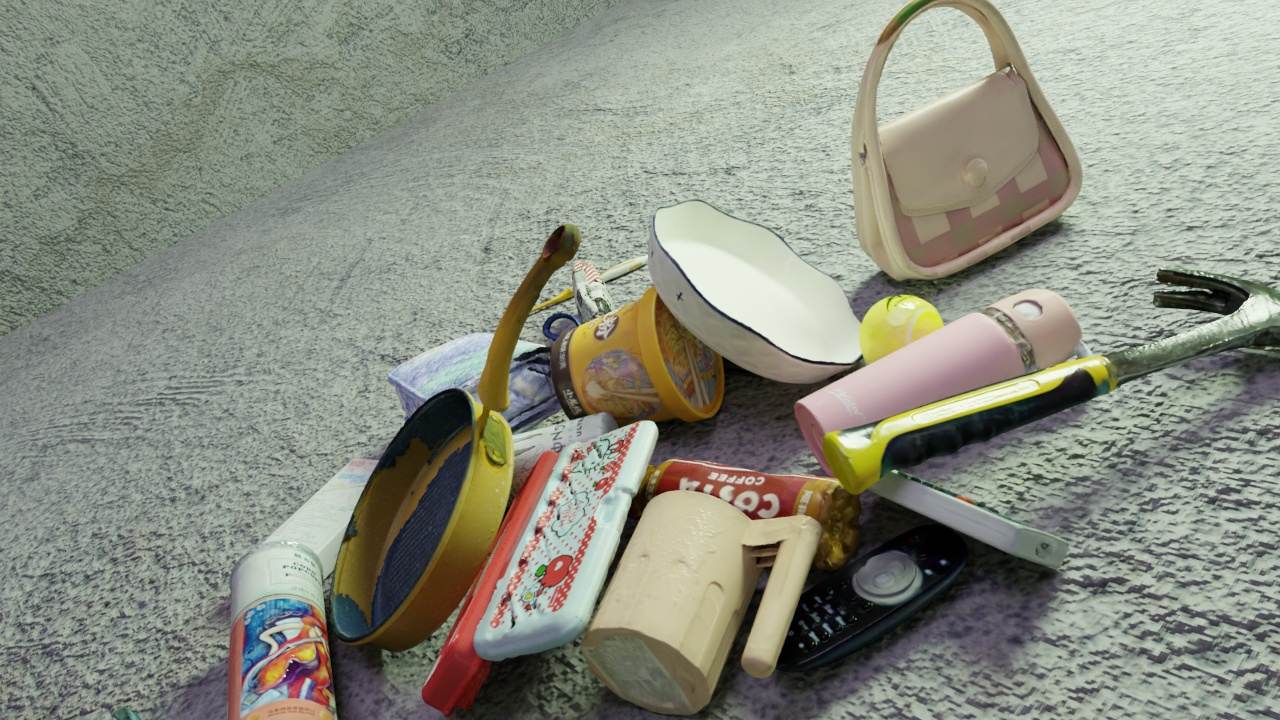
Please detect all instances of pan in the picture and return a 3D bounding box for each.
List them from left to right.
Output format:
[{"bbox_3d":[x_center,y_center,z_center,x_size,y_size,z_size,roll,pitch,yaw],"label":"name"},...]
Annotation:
[{"bbox_3d":[-0.127,0.055,0.641,0.358,0.078,0.197,-47,31,22],"label":"pan"}]

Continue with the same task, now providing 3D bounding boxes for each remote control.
[{"bbox_3d":[0.129,0.140,0.530,0.136,0.024,0.053,-28,25,-10],"label":"remote control"},{"bbox_3d":[0.183,0.087,0.552,0.135,0.056,0.019,22,91,55],"label":"remote control"}]

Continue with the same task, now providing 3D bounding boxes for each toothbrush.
[{"bbox_3d":[-0.335,0.281,0.643,0.192,0.018,0.016,7,40,45],"label":"toothbrush"},{"bbox_3d":[-0.077,-0.089,1.099,0.191,0.018,0.016,-24,29,-1],"label":"toothbrush"}]

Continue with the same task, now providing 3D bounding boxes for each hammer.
[{"bbox_3d":[0.266,0.014,0.568,0.323,0.032,0.126,-17,36,-7],"label":"hammer"}]

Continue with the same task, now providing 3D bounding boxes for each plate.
[{"bbox_3d":[0.092,-0.055,0.759,0.046,0.205,0.204,-56,12,31],"label":"plate"}]

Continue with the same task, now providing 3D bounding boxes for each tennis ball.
[{"bbox_3d":[0.202,-0.018,0.709,0.065,0.065,0.065,-18,28,10],"label":"tennis ball"}]

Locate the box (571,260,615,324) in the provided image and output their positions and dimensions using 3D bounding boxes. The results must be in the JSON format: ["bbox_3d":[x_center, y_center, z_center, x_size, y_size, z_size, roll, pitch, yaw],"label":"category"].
[{"bbox_3d":[-0.045,-0.060,0.977,0.052,0.069,0.164,-30,29,7],"label":"box"}]

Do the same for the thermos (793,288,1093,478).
[{"bbox_3d":[0.214,0.021,0.640,0.198,0.067,0.087,-25,49,-5],"label":"thermos"}]

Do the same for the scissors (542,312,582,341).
[{"bbox_3d":[-0.042,0.011,0.883,0.133,0.012,0.172,-52,56,17],"label":"scissors"}]

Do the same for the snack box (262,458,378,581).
[{"bbox_3d":[-0.282,0.149,0.826,0.085,0.027,0.156,0,35,38],"label":"snack box"}]

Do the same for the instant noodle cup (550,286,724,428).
[{"bbox_3d":[-0.005,0.005,0.784,0.115,0.118,0.118,-17,27,29],"label":"instant noodle cup"}]

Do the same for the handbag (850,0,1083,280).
[{"bbox_3d":[0.269,-0.203,0.801,0.193,0.234,0.093,-27,26,-6],"label":"handbag"}]

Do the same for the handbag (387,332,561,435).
[{"bbox_3d":[-0.154,0.025,0.873,0.134,0.075,0.194,-27,19,-21],"label":"handbag"}]

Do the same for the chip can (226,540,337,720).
[{"bbox_3d":[-0.254,0.212,0.647,0.071,0.071,0.214,-28,28,-10],"label":"chip can"}]

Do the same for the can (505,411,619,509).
[{"bbox_3d":[-0.087,0.087,0.753,0.147,0.058,0.058,-15,29,15],"label":"can"}]

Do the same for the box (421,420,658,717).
[{"bbox_3d":[-0.067,0.127,0.613,0.162,0.058,0.200,-40,16,33],"label":"box"}]

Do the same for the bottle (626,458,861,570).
[{"bbox_3d":[0.059,0.099,0.621,0.175,0.057,0.057,3,37,41],"label":"bottle"}]

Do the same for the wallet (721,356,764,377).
[{"bbox_3d":[0.106,-0.028,0.853,0.096,0.020,0.122,6,42,43],"label":"wallet"}]

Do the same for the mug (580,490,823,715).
[{"bbox_3d":[0.037,0.139,0.534,0.125,0.084,0.103,-13,30,36],"label":"mug"}]
